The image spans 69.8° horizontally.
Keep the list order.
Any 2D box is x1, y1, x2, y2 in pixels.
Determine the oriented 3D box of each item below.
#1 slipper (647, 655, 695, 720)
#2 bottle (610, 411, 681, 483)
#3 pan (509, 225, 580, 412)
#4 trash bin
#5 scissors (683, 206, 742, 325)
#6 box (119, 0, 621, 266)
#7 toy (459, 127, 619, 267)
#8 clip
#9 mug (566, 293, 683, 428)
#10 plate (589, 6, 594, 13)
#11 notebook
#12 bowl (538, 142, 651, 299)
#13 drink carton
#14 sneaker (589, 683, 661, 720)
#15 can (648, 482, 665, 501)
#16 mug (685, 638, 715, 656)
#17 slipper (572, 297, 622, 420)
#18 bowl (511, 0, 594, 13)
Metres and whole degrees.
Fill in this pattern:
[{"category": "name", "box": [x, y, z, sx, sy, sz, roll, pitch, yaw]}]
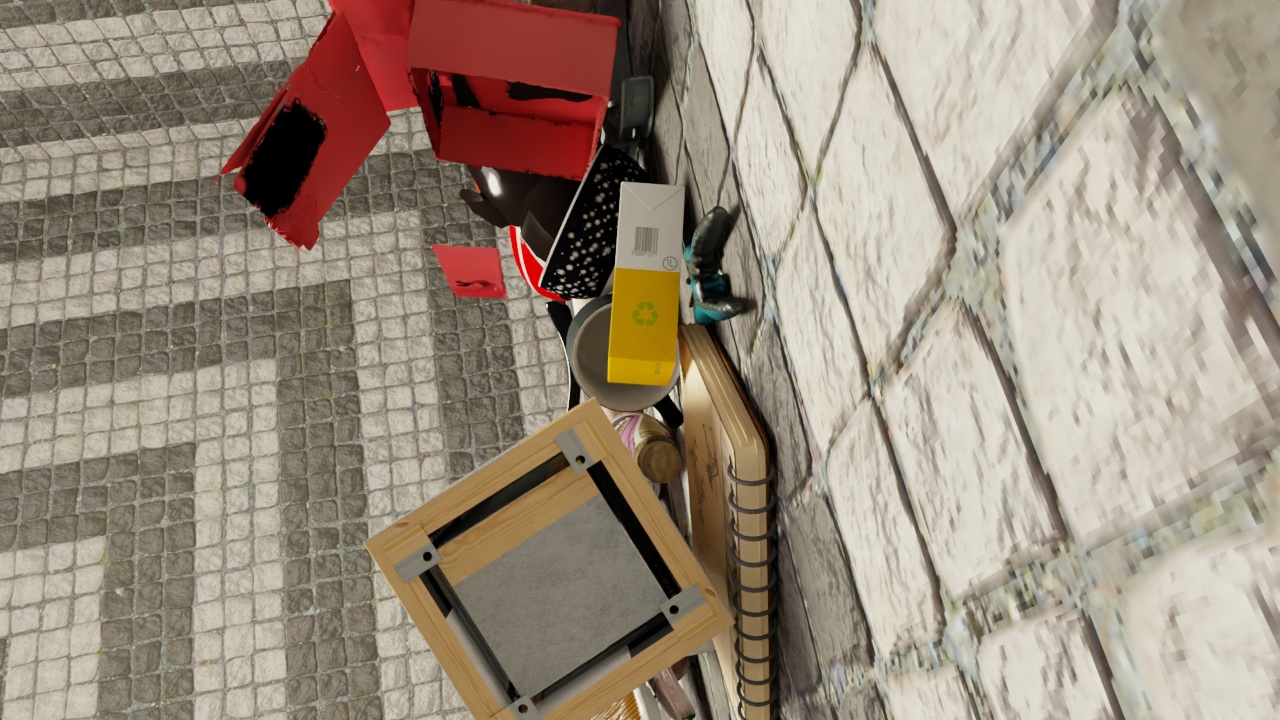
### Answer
[{"category": "slipper", "box": [0.011, 0.259, 0.957, 0.094, 0.064, 0.239, 84, 160, -54]}, {"category": "bottle", "box": [0.004, 0.078, 0.791, 0.166, 0.059, 0.059, -171, 72, -81]}, {"category": "pan", "box": [-0.094, -0.099, 1.040, 0.208, 0.067, 0.356, -22, -64, -76]}, {"category": "trash bin", "box": [-0.056, 0.123, 0.604, 0.142, 0.142, 0.247, 58, 175, 0]}, {"category": "scissors", "box": [0.037, -0.045, 0.519, 0.148, 0.019, 0.123, -105, 8, -53]}, {"category": "box", "box": [-0.174, -0.174, 0.649, 0.211, 0.318, 0.121, 154, 100, -81]}, {"category": "toy", "box": [-0.072, -0.156, 0.822, 0.184, 0.159, 0.140, 58, 169, 28]}, {"category": "clip", "box": [-0.020, -0.234, 0.719, 0.174, 0.030, 0.158, 132, 131, -79]}, {"category": "mug", "box": [-0.004, 0.004, 0.726, 0.121, 0.085, 0.094, 53, 179, -12]}, {"category": "plate", "box": [-0.062, -0.396, 0.872, 0.230, 0.021, 0.230, 170, 91, -83]}, {"category": "notebook", "box": [0.053, 0.106, 0.573, 0.167, 0.024, 0.226, -108, 11, -60]}, {"category": "bowl", "box": [-0.023, -0.097, 0.703, 0.120, 0.066, 0.120, -158, 93, -85]}, {"category": "drink carton", "box": [0.004, -0.051, 0.587, 0.059, 0.040, 0.122, 98, 176, -75]}, {"category": "sneaker", "box": [-0.034, 0.331, 0.954, 0.127, 0.121, 0.294, 33, -165, -40]}, {"category": "can", "box": [-0.012, 0.125, 0.967, 0.114, 0.063, 0.063, -166, 67, -83]}, {"category": "mug", "box": [0.012, 0.227, 0.787, 0.073, 0.089, 0.105, -106, 9, -45]}, {"category": "slipper", "box": [-0.035, -0.009, 1.024, 0.106, 0.056, 0.222, -104, -1, -48]}, {"category": "bowl", "box": [-0.065, -0.327, 0.714, 0.179, 0.081, 0.178, 176, 90, -73]}]
